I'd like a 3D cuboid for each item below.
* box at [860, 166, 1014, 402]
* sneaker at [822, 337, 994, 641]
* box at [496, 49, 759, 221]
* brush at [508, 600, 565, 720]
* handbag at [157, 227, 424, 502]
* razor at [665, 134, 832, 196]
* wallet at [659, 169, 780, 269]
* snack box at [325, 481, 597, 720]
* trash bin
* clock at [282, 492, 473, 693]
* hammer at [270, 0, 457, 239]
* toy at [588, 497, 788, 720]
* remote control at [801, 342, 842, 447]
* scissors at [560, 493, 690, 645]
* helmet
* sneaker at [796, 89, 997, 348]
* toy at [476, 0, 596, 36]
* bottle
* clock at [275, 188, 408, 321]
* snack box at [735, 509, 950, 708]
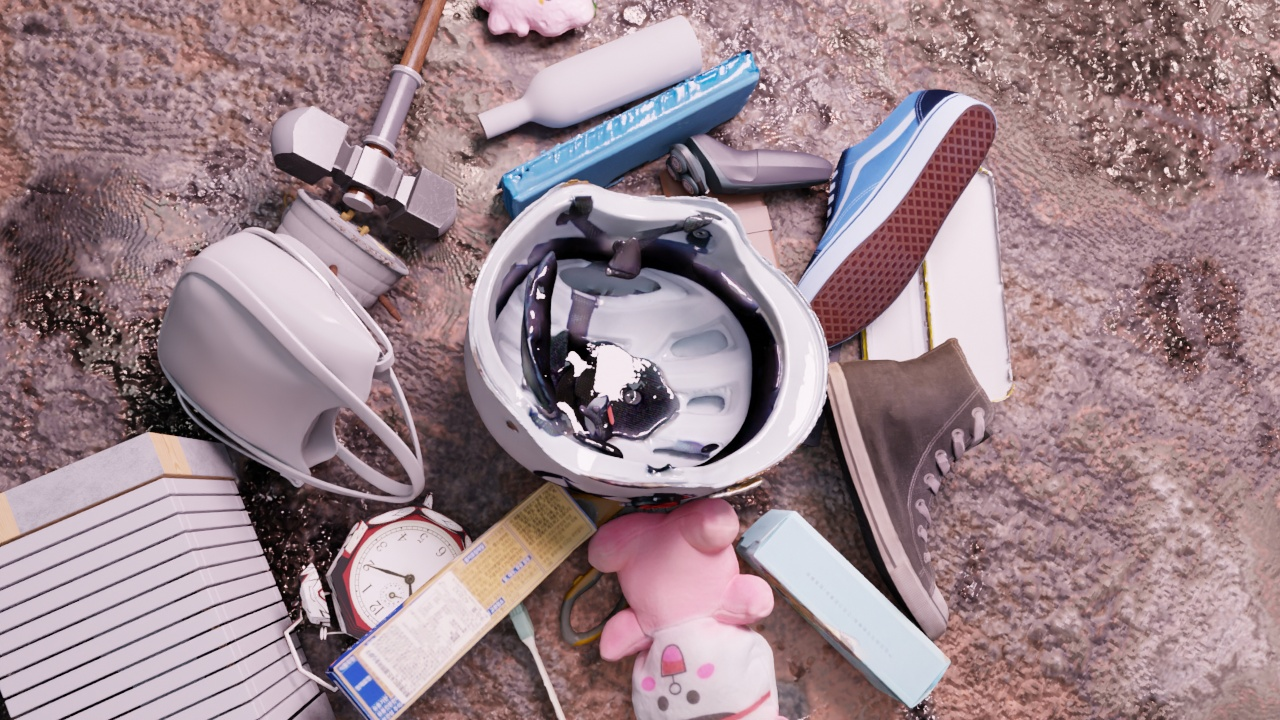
[{"bbox_3d":[0.252,-0.064,0.802,0.130,0.038,0.209,-4,81,7],"label":"box"},{"bbox_3d":[0.231,0.102,0.737,0.120,0.095,0.234,-16,82,5],"label":"sneaker"},{"bbox_3d":[-0.014,-0.189,0.766,0.231,0.093,0.048,-29,86,-7],"label":"box"},{"bbox_3d":[-0.069,0.269,0.728,0.012,0.033,0.217,-22,86,-8],"label":"brush"},{"bbox_3d":[-0.249,0.026,0.691,0.222,0.216,0.095,44,43,-4],"label":"handbag"},{"bbox_3d":[0.094,-0.166,0.787,0.143,0.047,0.052,-1,82,-8],"label":"razor"},{"bbox_3d":[0.070,-0.116,0.802,0.087,0.013,0.121,-11,80,-7],"label":"wallet"},{"bbox_3d":[-0.128,0.174,0.671,0.206,0.057,0.056,-40,91,-27],"label":"snack box"},{"bbox_3d":[-0.345,0.197,0.655,0.142,0.142,0.247,-24,85,-8],"label":"trash bin"},{"bbox_3d":[-0.198,0.182,0.705,0.154,0.065,0.114,-40,95,-27],"label":"clock"},{"bbox_3d":[-0.186,-0.271,0.775,0.156,0.043,0.321,26,68,-32],"label":"hammer"},{"bbox_3d":[0.043,0.216,0.707,0.142,0.084,0.213,-18,87,21],"label":"toy"},{"bbox_3d":[0.152,0.006,0.792,0.032,0.015,0.136,14,82,-3],"label":"remote control"},{"bbox_3d":[-0.014,0.121,0.761,0.162,0.016,0.225,41,80,1],"label":"scissors"},{"bbox_3d":[-0.004,0.004,0.703,0.264,0.164,0.236,11,67,-12],"label":"helmet"},{"bbox_3d":[0.191,-0.121,0.777,0.083,0.098,0.241,30,98,-38],"label":"sneaker"},{"bbox_3d":[-0.096,-0.323,0.798,0.093,0.050,0.102,-24,82,-4],"label":"toy"},{"bbox_3d":[-0.046,-0.237,0.789,0.195,0.052,0.052,-24,85,-8],"label":"bottle"},{"bbox_3d":[-0.246,-0.096,0.735,0.148,0.104,0.056,38,90,31],"label":"clock"},{"bbox_3d":[0.159,0.195,0.737,0.174,0.075,0.053,45,81,1],"label":"snack box"}]
